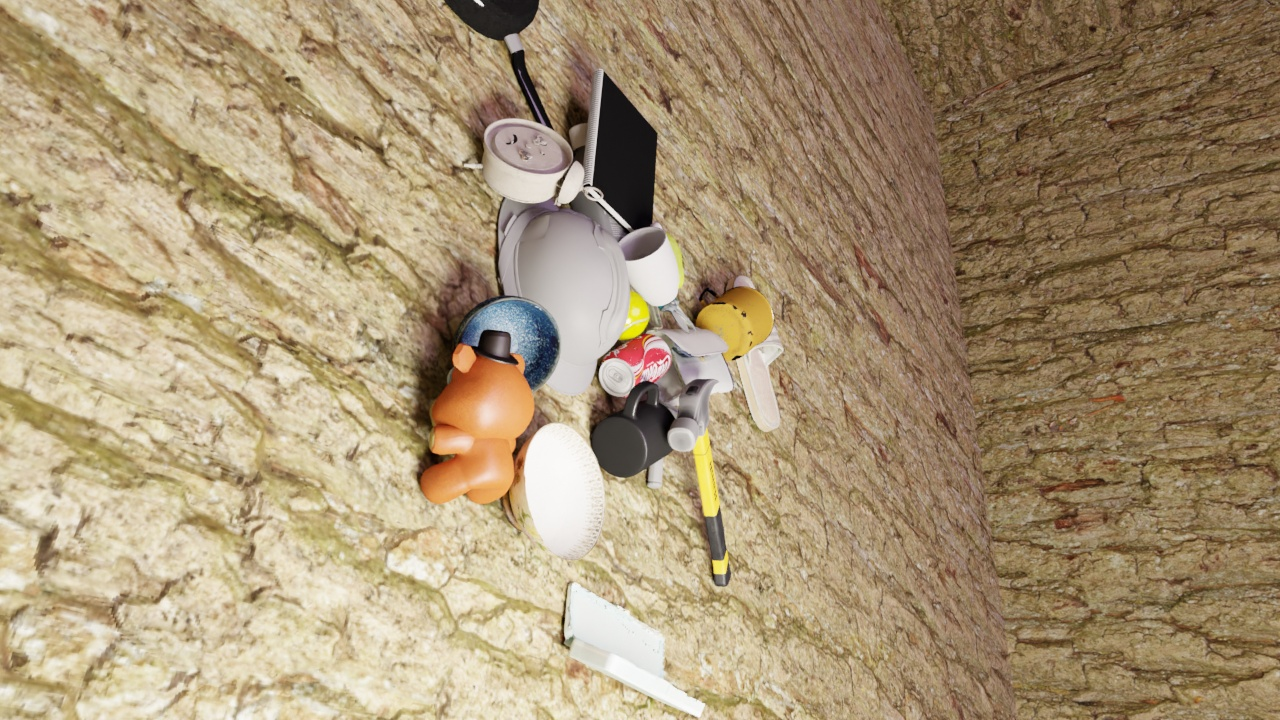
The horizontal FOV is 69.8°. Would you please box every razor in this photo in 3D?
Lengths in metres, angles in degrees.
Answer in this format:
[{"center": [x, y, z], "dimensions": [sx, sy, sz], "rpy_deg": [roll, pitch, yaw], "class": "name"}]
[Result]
[{"center": [0.023, 0.113, 1.227], "dimensions": [0.088, 0.047, 0.116], "rpy_deg": [29, 60, -50], "class": "razor"}]

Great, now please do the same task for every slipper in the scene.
[{"center": [0.200, -0.015, 1.563], "dimensions": [0.114, 0.054, 0.272], "rpy_deg": [6, 72, -52], "class": "slipper"}]

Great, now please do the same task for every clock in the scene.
[{"center": [-0.117, -0.219, 1.070], "dimensions": [0.157, 0.061, 0.103], "rpy_deg": [25, 43, -1], "class": "clock"}]

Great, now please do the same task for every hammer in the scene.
[{"center": [0.093, 0.174, 1.237], "dimensions": [0.169, 0.034, 0.325], "rpy_deg": [-62, 146, -56], "class": "hammer"}]

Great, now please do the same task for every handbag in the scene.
[{"center": [0.060, -0.026, 1.318], "dimensions": [0.151, 0.074, 0.176], "rpy_deg": [-1, 68, -58], "class": "handbag"}]

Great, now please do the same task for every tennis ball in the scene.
[{"center": [-0.022, -0.060, 1.202], "dimensions": [0.065, 0.066, 0.065], "rpy_deg": [31, 51, -49], "class": "tennis ball"}]

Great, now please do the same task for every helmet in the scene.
[{"center": [-0.067, -0.102, 1.095], "dimensions": [0.183, 0.118, 0.271], "rpy_deg": [11, 66, -57], "class": "helmet"}]

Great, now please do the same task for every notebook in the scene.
[{"center": [-0.025, -0.276, 1.252], "dimensions": [0.149, 0.016, 0.206], "rpy_deg": [39, 46, -46], "class": "notebook"}]

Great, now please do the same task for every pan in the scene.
[{"center": [-0.169, -0.436, 1.158], "dimensions": [0.356, 0.044, 0.203], "rpy_deg": [66, 32, -12], "class": "pan"}]

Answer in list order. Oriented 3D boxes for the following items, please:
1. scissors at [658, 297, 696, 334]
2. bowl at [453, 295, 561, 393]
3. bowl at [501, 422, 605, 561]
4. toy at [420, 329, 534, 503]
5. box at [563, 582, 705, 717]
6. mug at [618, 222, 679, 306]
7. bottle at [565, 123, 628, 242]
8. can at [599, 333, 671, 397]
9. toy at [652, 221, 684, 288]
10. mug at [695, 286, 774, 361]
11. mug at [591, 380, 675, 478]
[{"center": [0.022, -0.103, 1.300], "dimensions": [0.155, 0.019, 0.124], "rpy_deg": [30, 34, -27], "class": "scissors"}, {"center": [-0.147, -0.019, 0.971], "dimensions": [0.114, 0.061, 0.114], "rpy_deg": [-9, 113, -23], "class": "bowl"}, {"center": [-0.102, 0.143, 0.980], "dimensions": [0.145, 0.063, 0.145], "rpy_deg": [32, 51, -50], "class": "bowl"}, {"center": [-0.155, 0.057, 0.901], "dimensions": [0.112, 0.096, 0.176], "rpy_deg": [16, 95, -55], "class": "toy"}, {"center": [-0.007, 0.335, 1.046], "dimensions": [0.197, 0.074, 0.126], "rpy_deg": [44, 23, -43], "class": "box"}, {"center": [0.019, -0.132, 1.223], "dimensions": [0.107, 0.071, 0.089], "rpy_deg": [-71, 147, -42], "class": "mug"}, {"center": [-0.060, -0.231, 1.237], "dimensions": [0.083, 0.046, 0.174], "rpy_deg": [-9, 84, -59], "class": "bottle"}, {"center": [-0.007, 0.007, 1.197], "dimensions": [0.104, 0.064, 0.064], "rpy_deg": [-32, 104, -58], "class": "can"}, {"center": [0.027, -0.163, 1.346], "dimensions": [0.118, 0.043, 0.092], "rpy_deg": [46, 30, -45], "class": "toy"}, {"center": [0.138, -0.065, 1.444], "dimensions": [0.123, 0.101, 0.093], "rpy_deg": [45, 33, 7], "class": "mug"}, {"center": [-0.003, 0.080, 1.138], "dimensions": [0.087, 0.078, 0.114], "rpy_deg": [-22, 126, -59], "class": "mug"}]
